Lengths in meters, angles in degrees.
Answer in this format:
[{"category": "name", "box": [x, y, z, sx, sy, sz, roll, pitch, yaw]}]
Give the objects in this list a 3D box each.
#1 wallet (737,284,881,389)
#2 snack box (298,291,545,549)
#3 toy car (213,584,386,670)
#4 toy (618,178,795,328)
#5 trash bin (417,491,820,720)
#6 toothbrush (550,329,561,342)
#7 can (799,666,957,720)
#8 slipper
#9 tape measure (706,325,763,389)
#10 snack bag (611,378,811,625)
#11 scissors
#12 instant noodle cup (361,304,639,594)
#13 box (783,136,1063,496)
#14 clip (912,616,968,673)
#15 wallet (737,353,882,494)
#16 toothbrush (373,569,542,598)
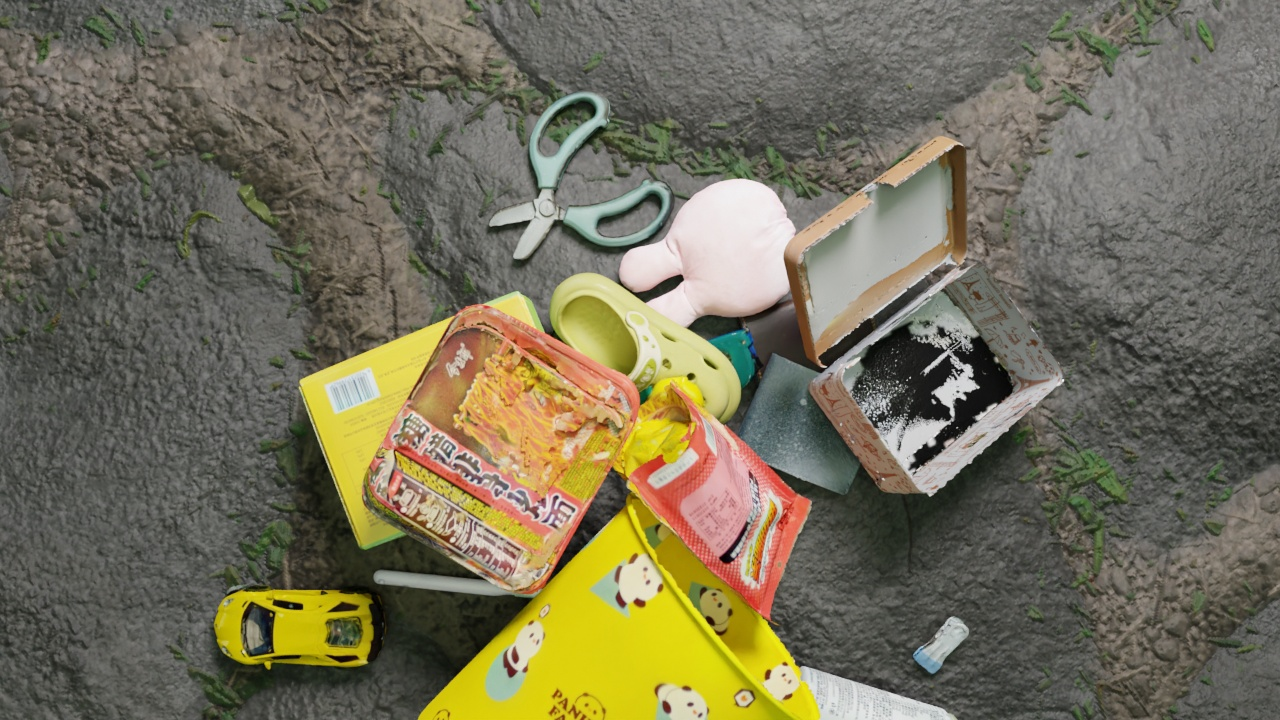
[{"category": "wallet", "box": [0.159, -0.013, 0.841, 0.122, 0.020, 0.096, -17, 94, -2]}, {"category": "snack box", "box": [-0.165, 0.052, 0.797, 0.210, 0.070, 0.157, -22, 87, 2]}, {"category": "toy car", "box": [-0.304, 0.238, 0.817, 0.156, 0.041, 0.071, 3, 89, 0]}, {"category": "toy", "box": [0.062, -0.089, 0.821, 0.159, 0.054, 0.121, -25, 88, 7]}, {"category": "trash bin", "box": [-0.026, 0.275, 0.742, 0.255, 0.229, 0.229, -42, 91, 4]}, {"category": "toothbrush", "box": [-0.088, 0.013, 0.836, 0.017, 0.012, 0.186, 24, 89, 15]}, {"category": "can", "box": [0.206, 0.323, 0.822, 0.147, 0.058, 0.058, 17, 89, -2]}, {"category": "slipper", "box": [-0.005, 0.005, 0.793, 0.190, 0.081, 0.092, 37, 124, -3]}, {"category": "tape measure", "box": [0.078, 0.002, 0.825, 0.058, 0.025, 0.054, -17, 94, 29]}, {"category": "snack bag", "box": [0.070, 0.118, 0.766, 0.208, 0.073, 0.128, 45, 50, -30]}, {"category": "scissors", "box": [-0.045, -0.150, 0.836, 0.179, 0.019, 0.172, 29, 88, -2]}, {"category": "instant noodle cup", "box": [-0.105, 0.065, 0.718, 0.164, 0.079, 0.189, 30, 91, 3]}, {"category": "box", "box": [0.227, -0.031, 0.773, 0.178, 0.124, 0.274, -36, 113, -13]}, {"category": "clip", "box": [0.278, 0.262, 0.844, 0.025, 0.029, 0.057, 41, 95, 1]}, {"category": "wallet", "box": [0.154, 0.059, 0.832, 0.121, 0.019, 0.097, 23, 95, -10]}, {"category": "toothbrush", "box": [-0.147, 0.202, 0.832, 0.189, 0.021, 0.029, 5, 122, 0]}]
